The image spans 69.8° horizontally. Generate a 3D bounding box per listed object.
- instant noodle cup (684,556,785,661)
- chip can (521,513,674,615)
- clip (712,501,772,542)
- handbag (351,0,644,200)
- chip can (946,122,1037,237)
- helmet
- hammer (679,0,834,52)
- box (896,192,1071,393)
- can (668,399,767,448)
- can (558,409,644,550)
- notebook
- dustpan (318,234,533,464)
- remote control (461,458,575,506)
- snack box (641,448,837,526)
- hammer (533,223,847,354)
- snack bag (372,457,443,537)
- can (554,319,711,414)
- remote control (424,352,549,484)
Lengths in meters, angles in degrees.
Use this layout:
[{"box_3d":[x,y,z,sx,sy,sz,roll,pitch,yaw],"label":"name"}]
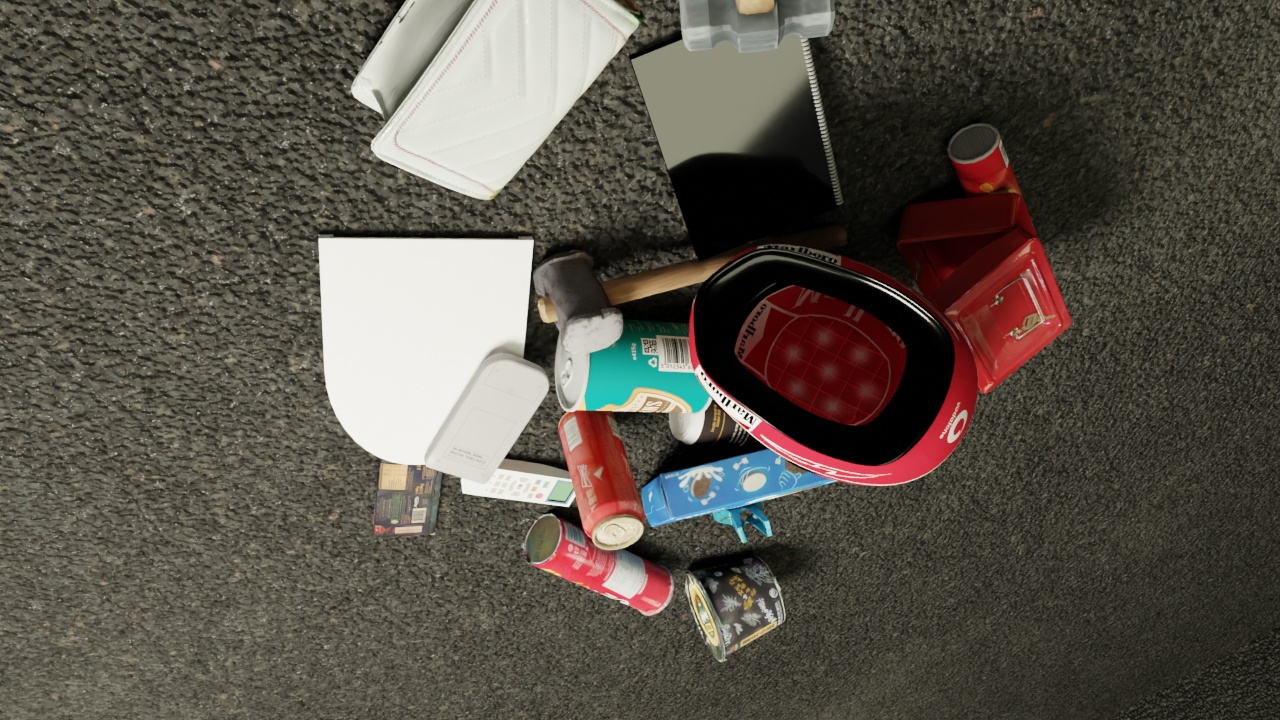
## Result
[{"box_3d":[0.140,0.354,1.344,0.112,0.137,0.137,-18,137,-14],"label":"instant noodle cup"},{"box_3d":[-0.053,0.275,1.228,0.073,0.073,0.233,-39,133,19],"label":"chip can"},{"box_3d":[0.151,0.196,1.204,0.121,0.130,0.031,-16,102,-26],"label":"clip"},{"box_3d":[-0.108,-0.229,0.695,0.199,0.096,0.141,-44,145,23],"label":"handbag"},{"box_3d":[0.379,-0.159,0.967,0.052,0.051,0.214,-33,135,13],"label":"chip can"},{"box_3d":[0.176,0.004,0.867,0.271,0.224,0.197,27,92,5],"label":"helmet"},{"box_3d":[0.074,-0.271,0.592,0.117,0.322,0.051,-4,92,7],"label":"hammer"},{"box_3d":[0.352,-0.090,0.960,0.147,0.156,0.157,-36,132,8],"label":"box"},{"box_3d":[0.104,0.065,1.076,0.128,0.071,0.072,5,131,-24],"label":"can"},{"box_3d":[-0.044,0.123,1.008,0.067,0.170,0.067,-10,135,-10],"label":"can"},{"box_3d":[0.093,-0.202,0.822,0.149,0.016,0.207,-21,126,2],"label":"notebook"},{"box_3d":[-0.217,-0.014,0.921,0.191,0.053,0.258,-2,122,-18],"label":"dustpan"},{"box_3d":[-0.143,0.142,1.097,0.143,0.024,0.050,12,128,-27],"label":"remote control"},{"box_3d":[0.128,0.145,1.108,0.238,0.056,0.196,-12,169,-8],"label":"snack box"},{"box_3d":[0.057,-0.090,0.910,0.328,0.098,0.052,-16,146,-16],"label":"hammer"},{"box_3d":[-0.271,0.156,1.070,0.074,0.018,0.156,0,133,-21],"label":"snack bag"},{"box_3d":[-0.006,0.006,0.957,0.143,0.099,0.099,3,132,-22],"label":"can"},{"box_3d":[-0.156,0.059,0.943,0.074,0.019,0.151,23,113,-30],"label":"remote control"}]
